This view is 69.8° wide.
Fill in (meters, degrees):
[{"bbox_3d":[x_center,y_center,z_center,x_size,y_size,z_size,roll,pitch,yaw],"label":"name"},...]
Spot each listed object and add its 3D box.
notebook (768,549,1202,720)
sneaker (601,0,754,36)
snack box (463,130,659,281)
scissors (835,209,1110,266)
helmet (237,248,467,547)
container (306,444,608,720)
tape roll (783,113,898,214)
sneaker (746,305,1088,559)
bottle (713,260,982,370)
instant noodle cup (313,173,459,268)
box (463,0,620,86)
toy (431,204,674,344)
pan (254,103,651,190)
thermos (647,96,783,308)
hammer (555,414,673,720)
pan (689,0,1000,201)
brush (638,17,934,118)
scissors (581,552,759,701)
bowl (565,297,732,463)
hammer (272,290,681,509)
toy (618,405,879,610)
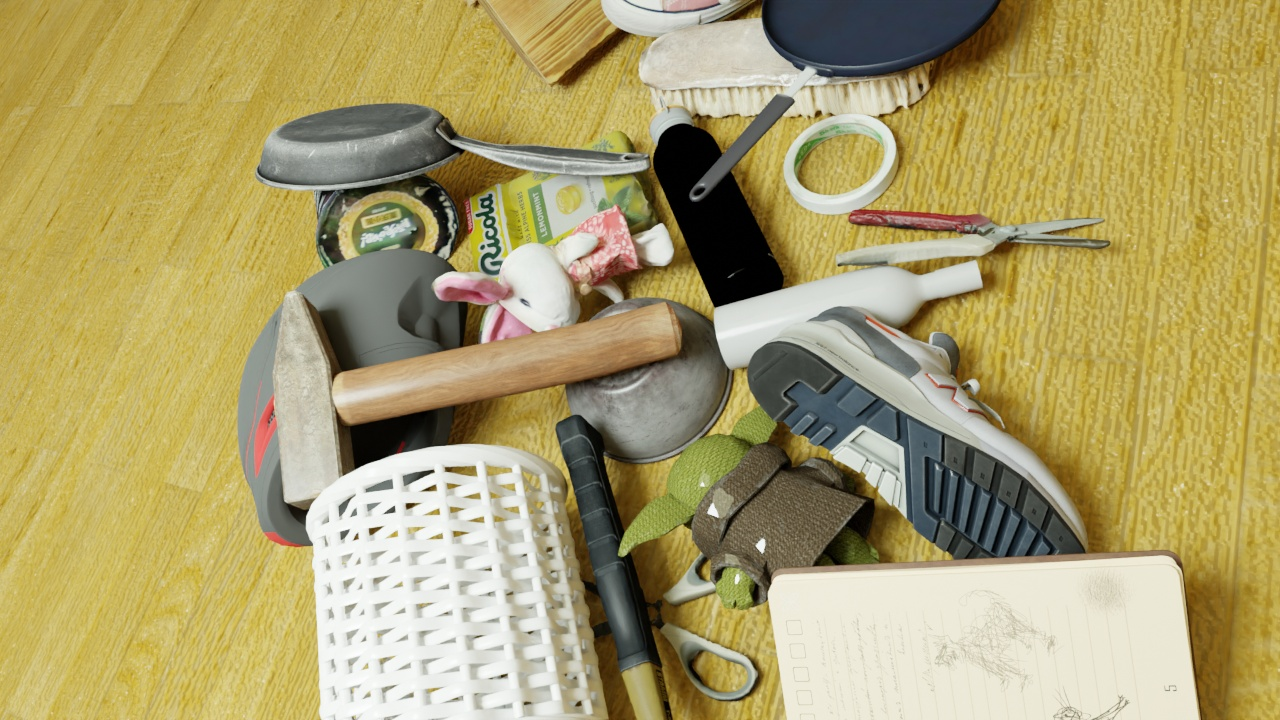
[{"bbox_3d":[0.194,0.199,0.527,0.226,0.024,0.167,-8,92,20],"label":"notebook"},{"bbox_3d":[0.077,-0.384,0.862,0.241,0.088,0.118,-22,77,-2],"label":"sneaker"},{"bbox_3d":[-0.076,-0.135,0.863,0.181,0.045,0.121,-22,58,14],"label":"snack box"},{"bbox_3d":[0.232,-0.094,0.691,0.179,0.015,0.195,-22,30,-24],"label":"scissors"},{"bbox_3d":[-0.252,0.015,0.796,0.265,0.164,0.170,-50,49,4],"label":"helmet"},{"bbox_3d":[-0.127,0.184,0.636,0.189,0.189,0.186,-23,58,13],"label":"container"},{"bbox_3d":[0.170,-0.167,0.780,0.094,0.018,0.093,-11,61,20],"label":"tape roll"},{"bbox_3d":[0.197,0.036,0.617,0.240,0.089,0.124,36,44,7],"label":"sneaker"},{"bbox_3d":[0.157,-0.040,0.699,0.195,0.052,0.052,-14,59,18],"label":"bottle"},{"bbox_3d":[-0.263,-0.154,0.919,0.137,0.137,0.112,-38,47,3],"label":"instant noodle cup"},{"bbox_3d":[-0.102,-0.503,0.947,0.279,0.269,0.263,-38,40,3],"label":"box"},{"bbox_3d":[-0.066,-0.067,0.774,0.194,0.159,0.084,-24,63,-4],"label":"toy"},{"bbox_3d":[-0.169,-0.191,0.825,0.357,0.055,0.187,-1,29,6],"label":"pan"},{"bbox_3d":[0.054,-0.145,0.797,0.061,0.061,0.231,-27,56,10],"label":"thermos"},{"bbox_3d":[-0.006,0.182,0.618,0.025,0.118,0.332,-25,57,10],"label":"hammer"},{"bbox_3d":[0.152,-0.250,0.751,0.199,0.021,0.355,29,70,34],"label":"pan"},{"bbox_3d":[0.124,-0.264,0.828,0.272,0.056,0.083,5,63,26],"label":"brush"},{"bbox_3d":[0.025,0.186,0.668,0.157,0.012,0.168,-42,55,-2],"label":"scissors"},{"bbox_3d":[-0.004,0.005,0.743,0.145,0.067,0.144,-11,61,20],"label":"bowl"},{"bbox_3d":[-0.117,0.001,0.680,0.301,0.037,0.157,-12,73,-3],"label":"hammer"},{"bbox_3d":[0.087,0.109,0.634,0.153,0.078,0.178,30,53,31],"label":"toy"}]
